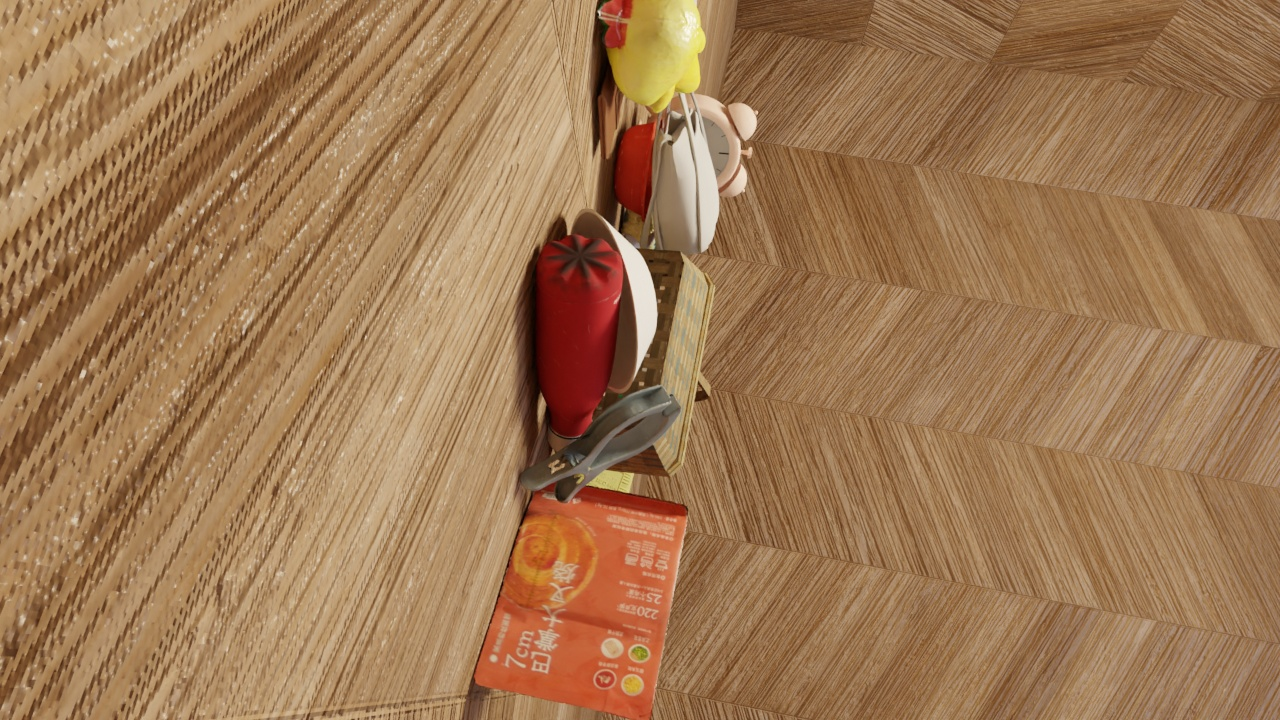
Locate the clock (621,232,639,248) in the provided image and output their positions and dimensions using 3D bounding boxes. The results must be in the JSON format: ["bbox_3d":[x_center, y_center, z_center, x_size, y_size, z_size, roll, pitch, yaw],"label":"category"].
[{"bbox_3d":[-0.027,-0.107,1.172,0.125,0.044,0.087,91,10,-62],"label":"clock"}]

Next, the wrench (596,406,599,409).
[{"bbox_3d":[-0.061,0.071,1.318,0.274,0.018,0.086,94,8,-62],"label":"wrench"}]

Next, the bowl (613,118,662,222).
[{"bbox_3d":[-0.005,-0.241,1.144,0.130,0.045,0.130,12,88,-85],"label":"bowl"}]

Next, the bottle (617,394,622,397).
[{"bbox_3d":[-0.027,0.049,1.300,0.111,0.043,0.043,97,5,-67],"label":"bottle"}]

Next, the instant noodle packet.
[{"bbox_3d":[-0.050,0.229,0.881,0.220,0.164,0.084,-75,175,-51],"label":"instant noodle packet"}]

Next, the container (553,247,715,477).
[{"bbox_3d":[-0.006,0.006,1.044,0.186,0.158,0.249,62,36,-64],"label":"container"}]

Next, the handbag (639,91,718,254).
[{"bbox_3d":[0.042,-0.253,1.109,0.215,0.096,0.223,-72,159,-65],"label":"handbag"}]

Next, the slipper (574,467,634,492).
[{"bbox_3d":[-0.063,0.155,1.177,0.082,0.091,0.190,6,-107,56],"label":"slipper"}]

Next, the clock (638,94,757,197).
[{"bbox_3d":[0.071,-0.294,1.245,0.086,0.160,0.131,-74,172,-55],"label":"clock"}]

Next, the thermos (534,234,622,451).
[{"bbox_3d":[-0.060,-0.001,0.838,0.073,0.073,0.240,-75,174,-46],"label":"thermos"}]

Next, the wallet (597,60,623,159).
[{"bbox_3d":[-0.030,-0.283,0.963,0.087,0.013,0.120,90,9,-56],"label":"wallet"}]

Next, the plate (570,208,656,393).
[{"bbox_3d":[-0.020,-0.058,0.860,0.174,0.036,0.174,167,-90,-70],"label":"plate"}]

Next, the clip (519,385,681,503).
[{"bbox_3d":[-0.042,0.076,0.868,0.106,0.163,0.027,33,21,-55],"label":"clip"}]

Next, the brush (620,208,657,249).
[{"bbox_3d":[0.001,-0.174,1.295,0.075,0.055,0.136,-60,160,-62],"label":"brush"}]

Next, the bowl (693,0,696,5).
[{"bbox_3d":[0.031,-0.402,1.129,0.113,0.063,0.113,13,88,-85],"label":"bowl"}]

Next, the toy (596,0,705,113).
[{"bbox_3d":[0.023,-0.324,0.929,0.207,0.092,0.134,-22,119,-73],"label":"toy"}]

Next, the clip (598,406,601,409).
[{"bbox_3d":[-0.046,0.070,1.224,0.057,0.054,0.102,11,94,-51],"label":"clip"}]

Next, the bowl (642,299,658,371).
[{"bbox_3d":[-0.015,-0.045,1.259,0.118,0.062,0.118,-178,-89,-81],"label":"bowl"}]
